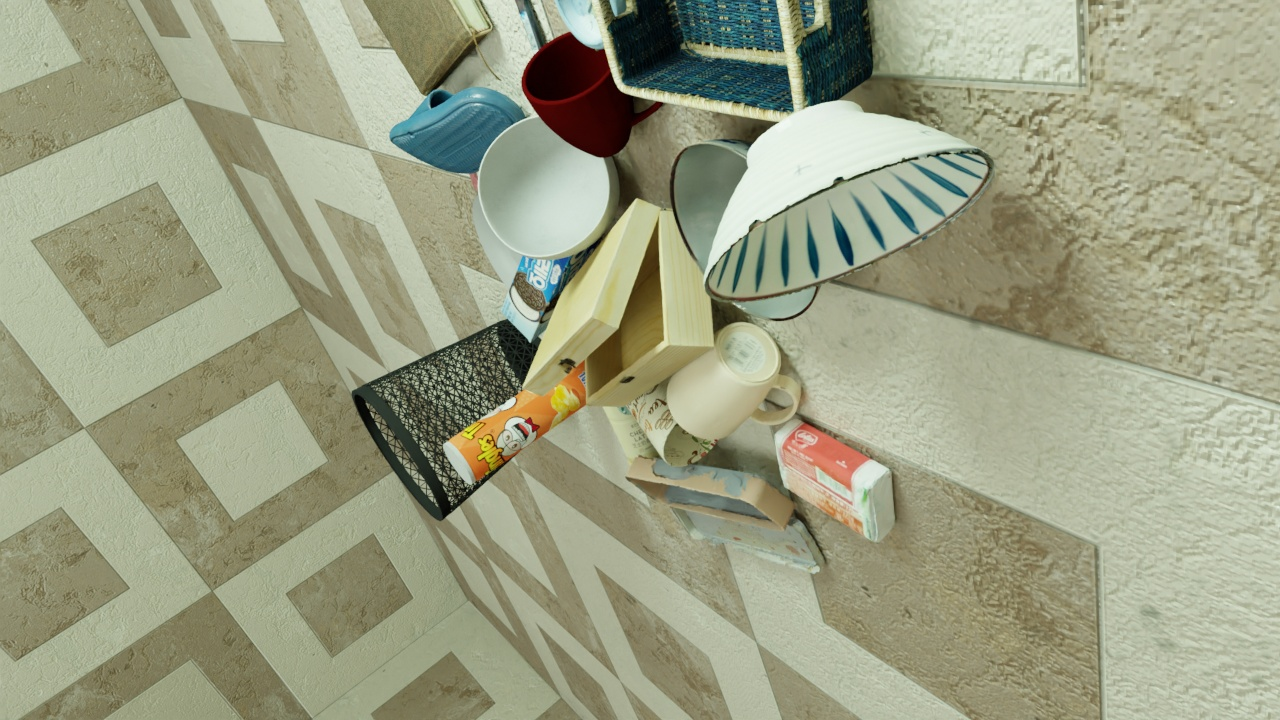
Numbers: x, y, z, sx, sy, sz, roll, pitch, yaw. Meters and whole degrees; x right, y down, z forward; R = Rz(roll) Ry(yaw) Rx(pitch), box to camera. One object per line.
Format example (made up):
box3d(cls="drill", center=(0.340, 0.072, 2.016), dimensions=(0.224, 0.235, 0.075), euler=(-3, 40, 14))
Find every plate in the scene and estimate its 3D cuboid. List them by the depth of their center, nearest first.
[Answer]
box3d(cls="plate", center=(-0.152, -0.135, 1.152), dimensions=(0.173, 0.019, 0.173), euler=(42, 153, 27))

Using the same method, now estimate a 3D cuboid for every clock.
box3d(cls="clock", center=(-0.030, -0.292, 0.680), dimensions=(0.089, 0.051, 0.124), euler=(27, 143, 50))

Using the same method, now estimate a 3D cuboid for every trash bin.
box3d(cls="trash bin", center=(-0.246, 0.069, 1.314), dimensions=(0.217, 0.242, 0.217), euler=(42, 154, 27))

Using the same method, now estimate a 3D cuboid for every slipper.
box3d(cls="slipper", center=(-0.197, -0.257, 1.015), dimensions=(0.103, 0.059, 0.214), euler=(29, 158, -36))

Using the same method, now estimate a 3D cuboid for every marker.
box3d(cls="marker", center=(-0.092, -0.287, 0.848), dimensions=(0.018, 0.015, 0.123), euler=(13, 130, 52))

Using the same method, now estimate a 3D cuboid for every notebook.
box3d(cls="notebook", center=(-0.223, -0.360, 0.973), dimensions=(0.190, 0.034, 0.216), euler=(60, 156, -12))

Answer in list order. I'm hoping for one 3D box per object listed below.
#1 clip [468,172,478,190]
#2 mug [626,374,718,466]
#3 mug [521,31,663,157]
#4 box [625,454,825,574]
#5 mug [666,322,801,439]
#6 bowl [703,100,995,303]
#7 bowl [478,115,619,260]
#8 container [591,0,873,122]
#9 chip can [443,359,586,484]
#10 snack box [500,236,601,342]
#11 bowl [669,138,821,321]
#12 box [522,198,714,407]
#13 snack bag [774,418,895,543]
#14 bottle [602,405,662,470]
box3d(cls="clip", center=(-0.203, -0.232, 1.102), dimensions=(0.059, 0.038, 0.022), euler=(63, 159, -9))
box3d(cls="mug", center=(0.040, 0.063, 1.010), dimensions=(0.097, 0.081, 0.122), euler=(44, -178, 40))
box3d(cls="mug", center=(-0.030, -0.215, 0.767), dimensions=(0.114, 0.087, 0.088), euler=(2, 150, 24))
box3d(cls="box", center=(0.093, 0.173, 1.028), dimensions=(0.154, 0.058, 0.217), euler=(45, 155, -29))
box3d(cls="mug", center=(0.092, 0.022, 0.841), dimensions=(0.111, 0.085, 0.105), euler=(27, 149, -4))
box3d(cls="bowl", center=(0.109, -0.103, 0.545), dimensions=(0.178, 0.177, 0.071), euler=(127, 126, -65))
box3d(cls="bowl", center=(-0.082, -0.163, 0.875), dimensions=(0.132, 0.132, 0.064), euler=(52, -165, 6))
box3d(cls="container", center=(0.048, -0.239, 0.576), dimensions=(0.187, 0.071, 0.145), euler=(28, 144, 46))
box3d(cls="chip can", center=(-0.148, 0.074, 1.181), dimensions=(0.062, 0.210, 0.062), euler=(43, 154, 27))
box3d(cls="snack box", center=(-0.100, -0.101, 1.021), dimensions=(0.059, 0.059, 0.227), euler=(46, 148, 6))
box3d(cls="bowl", center=(0.092, -0.106, 0.686), dimensions=(0.151, 0.056, 0.151), euler=(43, 153, 27))
box3d(cls="box", center=(-0.033, -0.047, 0.877), dimensions=(0.249, 0.122, 0.140), euler=(145, 122, -65))
box3d(cls="snack bag", center=(0.176, 0.107, 0.833), dimensions=(0.116, 0.036, 0.077), euler=(30, 147, 44))
box3d(cls="bottle", center=(-0.014, 0.057, 1.098), dimensions=(0.057, 0.056, 0.162), euler=(17, 136, 55))
